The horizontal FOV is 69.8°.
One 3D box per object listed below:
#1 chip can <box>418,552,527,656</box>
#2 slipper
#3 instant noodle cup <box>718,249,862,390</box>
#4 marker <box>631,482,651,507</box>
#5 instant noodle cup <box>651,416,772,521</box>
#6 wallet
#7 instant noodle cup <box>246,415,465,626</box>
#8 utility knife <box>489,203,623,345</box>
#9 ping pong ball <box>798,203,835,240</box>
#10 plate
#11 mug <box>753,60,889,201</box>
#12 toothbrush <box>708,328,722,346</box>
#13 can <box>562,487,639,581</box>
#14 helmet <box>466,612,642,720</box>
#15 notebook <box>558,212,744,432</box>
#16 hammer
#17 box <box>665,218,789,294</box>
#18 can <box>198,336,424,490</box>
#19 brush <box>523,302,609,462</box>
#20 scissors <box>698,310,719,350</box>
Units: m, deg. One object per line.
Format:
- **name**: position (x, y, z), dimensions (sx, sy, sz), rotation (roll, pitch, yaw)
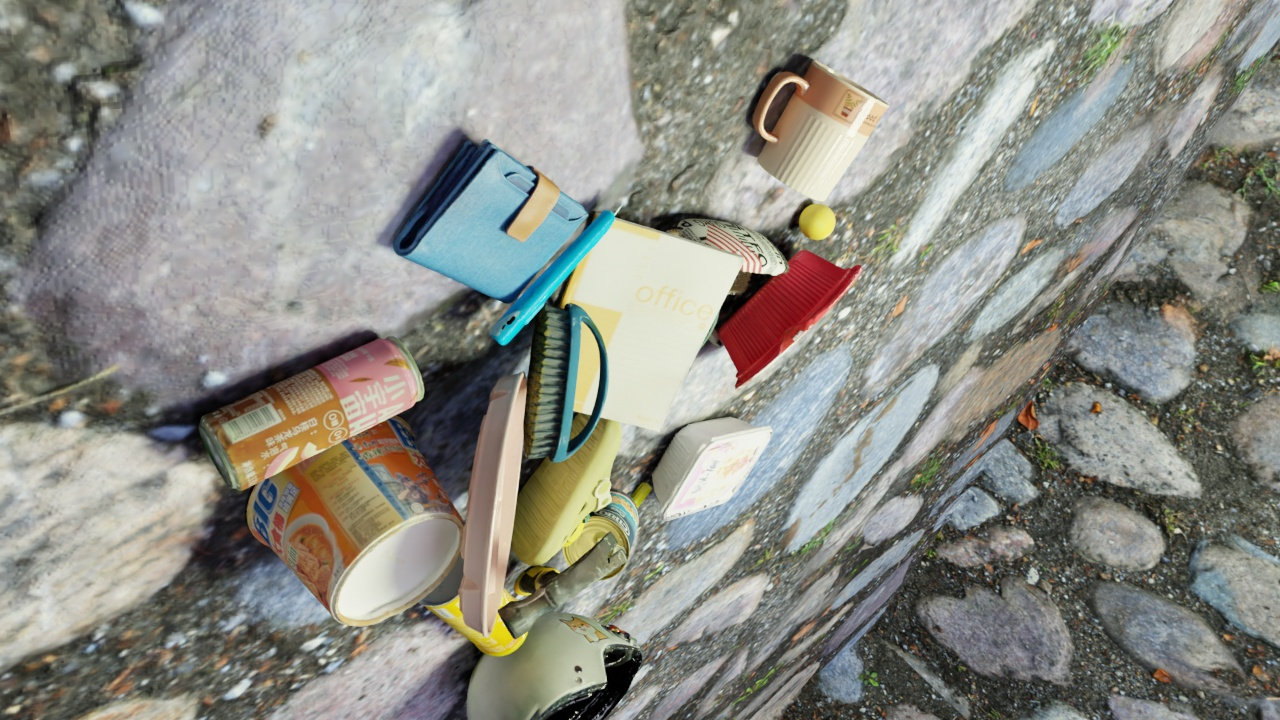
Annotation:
- **chip can**: position (-0.184, 0.263, 0.999), dimensions (0.072, 0.072, 0.213), rotation (-41, 151, -12)
- **slipper**: position (-0.065, 0.138, 0.970), dimensions (0.081, 0.091, 0.191), rotation (25, 103, -33)
- **instant noodle cup**: position (0.154, -0.056, 1.015), dimensions (0.194, 0.066, 0.194), rotation (-44, 180, 0)
- **marker**: position (-0.024, 0.209, 1.211), dimensions (0.018, 0.015, 0.124), rotation (6, 125, -55)
- **instant noodle cup**: position (0.087, 0.134, 1.221), dimensions (0.173, 0.060, 0.138), rotation (-4, 129, -51)
- **wallet**: position (-0.107, -0.099, 0.687), dimensions (0.106, 0.040, 0.133), rotation (-48, 153, 9)
- **instant noodle cup**: position (-0.220, 0.132, 0.742), dimensions (0.151, 0.111, 0.152), rotation (-33, 149, -24)
- **utility knife**: position (-0.066, -0.073, 0.753), dimensions (0.159, 0.018, 0.034), rotation (-49, -179, -13)
- **ping pong ball**: position (0.198, -0.155, 1.027), dimensions (0.040, 0.040, 0.040), rotation (-34, 149, -24)
- **plate**: position (-0.127, 0.122, 0.799), dimensions (0.028, 0.229, 0.230), rotation (7, 136, -3)
- **mug**: position (0.158, -0.220, 0.863), dimensions (0.114, 0.081, 0.106), rotation (16, 117, -30)
- **toothbrush**: position (0.062, -0.052, 0.999), dimensions (0.018, 0.016, 0.191), rotation (-57, 152, -5)
- **can**: position (-0.043, 0.198, 1.064), dimensions (0.075, 0.075, 0.111), rotation (-54, 180, 11)
- **helmet**: position (-0.125, 0.416, 1.184), dimensions (0.230, 0.157, 0.273), rotation (-54, 162, 9)
- **notebook**: position (-0.010, -0.028, 0.852), dimensions (0.145, 0.010, 0.207), rotation (15, 121, -19)
- **hammer**: position (-0.093, 0.224, 0.936), dimensions (0.126, 0.032, 0.324), rotation (-31, 175, -16)
- **box**: position (0.073, -0.096, 0.911), dimensions (0.162, 0.076, 0.088), rotation (-6, 146, -51)
- **can**: position (-0.233, 0.035, 0.659), dimensions (0.147, 0.058, 0.058), rotation (-28, 146, -31)
- **brush**: position (-0.065, 0.020, 0.817), dimensions (0.073, 0.055, 0.144), rotation (4, 99, -18)
- **scissors**: position (0.006, 0.002, 0.921), dimensions (0.185, 0.019, 0.129), rotation (-52, 147, 17)
